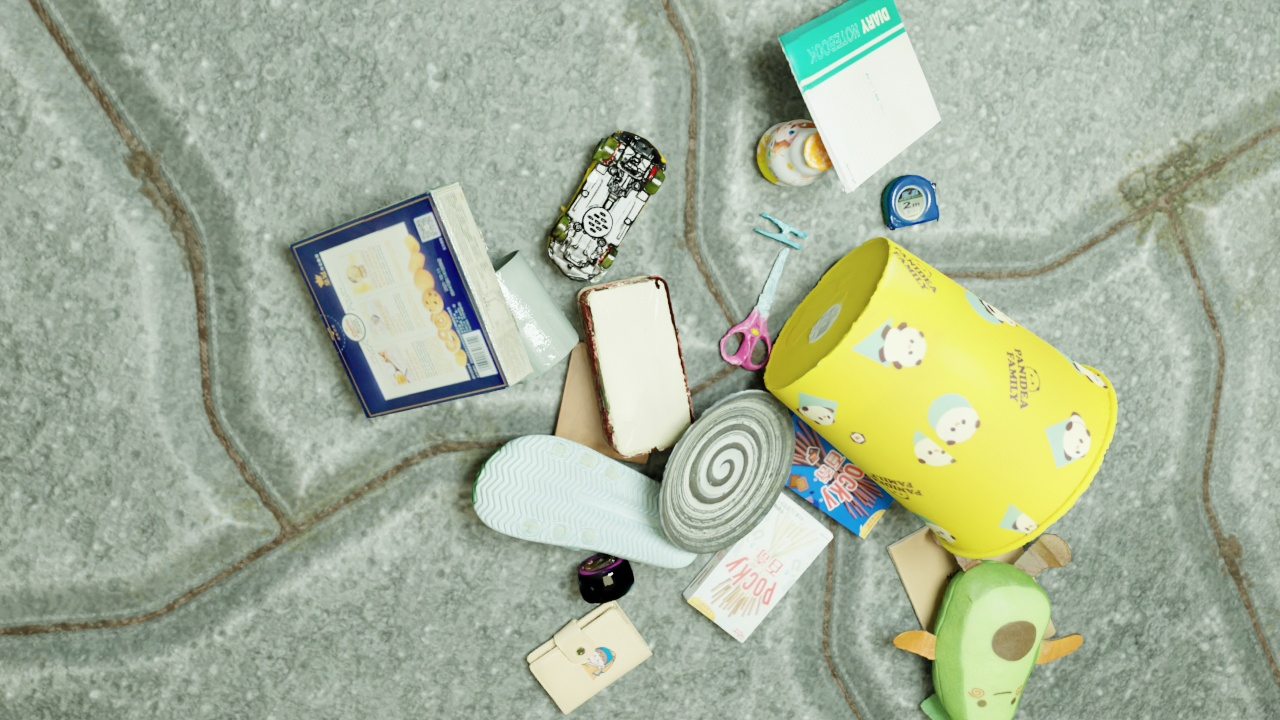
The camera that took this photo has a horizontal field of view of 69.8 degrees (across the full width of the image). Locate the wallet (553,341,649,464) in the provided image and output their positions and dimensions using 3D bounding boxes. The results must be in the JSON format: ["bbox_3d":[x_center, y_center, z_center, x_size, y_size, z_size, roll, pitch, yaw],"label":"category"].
[{"bbox_3d":[-0.031,0.044,0.940,0.101,0.020,0.115,12,96,-11],"label":"wallet"}]

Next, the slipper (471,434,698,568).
[{"bbox_3d":[-0.049,0.145,0.925,0.245,0.074,0.104,20,77,-18],"label":"slipper"}]

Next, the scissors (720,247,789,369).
[{"bbox_3d":[0.128,-0.055,0.952,0.057,0.017,0.133,22,93,-8],"label":"scissors"}]

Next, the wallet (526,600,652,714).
[{"bbox_3d":[-0.056,0.317,0.986,0.115,0.024,0.087,-34,104,-1],"label":"wallet"}]

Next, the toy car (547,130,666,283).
[{"bbox_3d":[-0.036,-0.149,0.889,0.071,0.041,0.156,30,91,-14],"label":"toy car"}]

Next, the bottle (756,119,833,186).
[{"bbox_3d":[0.154,-0.199,0.879,0.063,0.108,0.063,-2,101,-11],"label":"bottle"}]

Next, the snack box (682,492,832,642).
[{"bbox_3d":[0.128,0.223,1.000,0.084,0.027,0.157,39,91,-15],"label":"snack box"}]

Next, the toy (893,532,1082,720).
[{"bbox_3d":[0.389,0.304,1.022,0.227,0.090,0.247,5,97,-5],"label":"toy"}]

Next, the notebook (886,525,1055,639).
[{"bbox_3d":[0.387,0.268,1.065,0.147,0.008,0.208,-27,105,-4],"label":"notebook"}]

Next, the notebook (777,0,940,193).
[{"bbox_3d":[0.213,-0.262,0.865,0.208,0.012,0.150,-39,108,-40],"label":"notebook"}]

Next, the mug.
[{"bbox_3d":[-0.135,-0.031,0.882,0.124,0.083,0.103,-29,107,24],"label":"mug"}]

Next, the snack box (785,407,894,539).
[{"bbox_3d":[0.207,0.118,0.993,0.157,0.026,0.084,35,94,-14],"label":"snack box"}]

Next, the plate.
[{"bbox_3d":[0.085,0.110,0.915,0.179,0.024,0.180,-16,119,-32],"label":"plate"}]

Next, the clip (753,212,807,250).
[{"bbox_3d":[0.145,-0.132,0.940,0.056,0.014,0.043,20,97,-14],"label":"clip"}]

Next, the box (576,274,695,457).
[{"bbox_3d":[-0.005,0.005,0.892,0.091,0.077,0.168,-13,97,-10],"label":"box"}]

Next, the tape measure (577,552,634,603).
[{"bbox_3d":[-0.037,0.224,0.954,0.058,0.057,0.039,-18,103,2],"label":"tape measure"}]

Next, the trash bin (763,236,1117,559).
[{"bbox_3d":[0.277,0.027,0.895,0.255,0.229,0.229,36,93,-9],"label":"trash bin"}]

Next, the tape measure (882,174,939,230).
[{"bbox_3d":[0.279,-0.165,0.952,0.058,0.025,0.054,-14,101,-11],"label":"tape measure"}]

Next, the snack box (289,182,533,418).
[{"bbox_3d":[-0.207,-0.047,0.827,0.183,0.045,0.178,-12,106,30],"label":"snack box"}]
